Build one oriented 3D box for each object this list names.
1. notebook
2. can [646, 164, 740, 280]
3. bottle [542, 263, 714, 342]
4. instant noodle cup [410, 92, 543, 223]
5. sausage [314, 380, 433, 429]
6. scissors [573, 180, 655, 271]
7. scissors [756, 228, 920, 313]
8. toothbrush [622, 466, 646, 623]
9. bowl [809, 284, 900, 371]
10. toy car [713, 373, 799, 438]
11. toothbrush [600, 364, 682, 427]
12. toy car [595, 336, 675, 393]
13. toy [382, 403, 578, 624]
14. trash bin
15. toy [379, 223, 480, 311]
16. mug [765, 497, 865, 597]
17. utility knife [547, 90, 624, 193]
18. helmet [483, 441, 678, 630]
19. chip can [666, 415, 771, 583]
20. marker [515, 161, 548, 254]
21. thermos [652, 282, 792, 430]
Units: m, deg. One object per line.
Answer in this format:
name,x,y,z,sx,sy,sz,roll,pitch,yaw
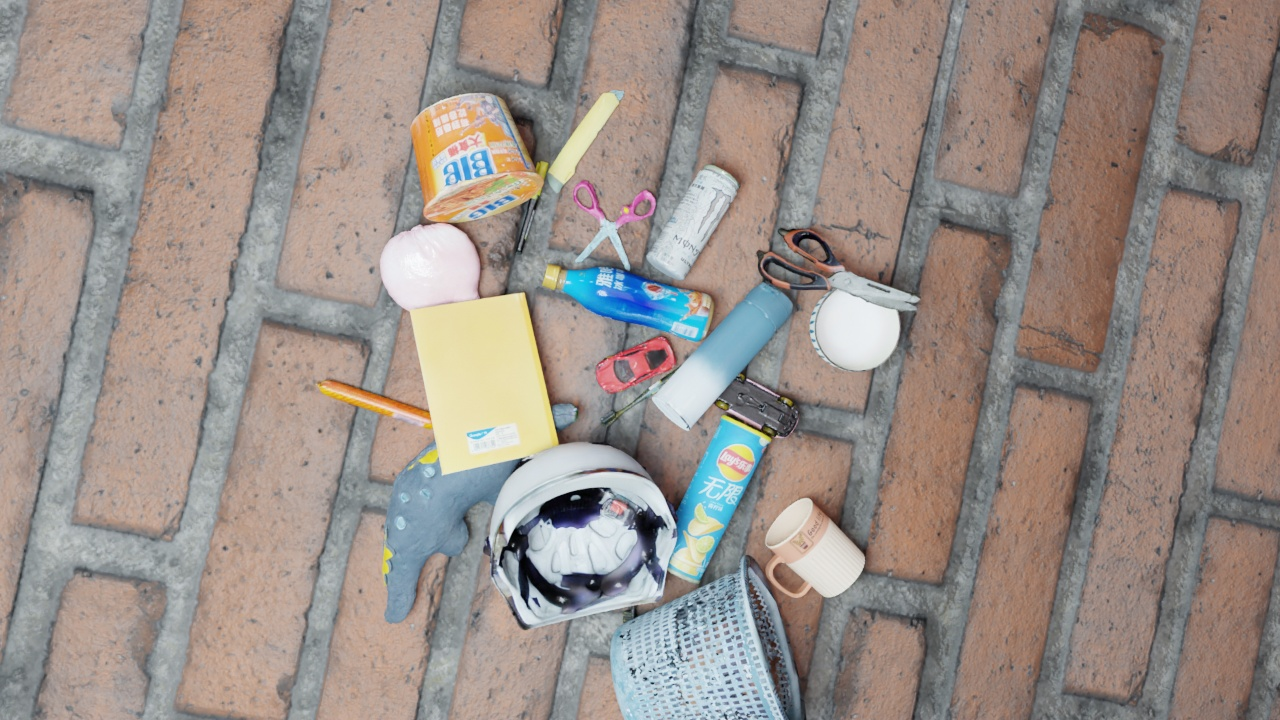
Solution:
notebook,-0.190,0.024,1.117,0.145,0.010,0.206,-11,79,-17
can,0.068,-0.178,1.189,0.058,0.058,0.146,33,87,-7
bottle,-0.017,-0.080,1.176,0.218,0.065,0.065,15,89,-7
instant noodle cup,-0.205,-0.246,1.112,0.151,0.151,0.111,-18,85,-7
sausage,-0.329,0.056,1.157,0.165,0.021,0.021,20,88,-8
scissors,-0.043,-0.181,1.197,0.135,0.017,0.133,44,89,-9
scissors,0.257,-0.117,1.177,0.207,0.015,0.193,-14,61,14
toothbrush,-0.009,0.245,1.203,0.027,0.026,0.212,3,92,15
bowl,0.277,-0.044,1.215,0.116,0.066,0.116,0,92,-7
toy car,0.151,0.058,1.216,0.122,0.037,0.056,29,81,5
toothbrush,0.025,0.030,1.207,0.185,0.017,0.012,-34,58,-6
toy car,-0.007,0.007,1.196,0.106,0.031,0.049,-22,93,-5
toy,-0.228,0.163,1.140,0.138,0.091,0.356,44,87,-17
trash bin,0.076,0.375,1.128,0.195,0.226,0.226,-19,93,12
toy,-0.253,-0.092,1.150,0.121,0.054,0.159,-22,105,-6
mug,0.220,0.258,1.203,0.106,0.082,0.114,44,79,-8
utility knife,-0.072,-0.289,1.189,0.031,0.018,0.162,35,88,-11
helmet,-0.078,0.191,1.113,0.229,0.145,0.259,-14,125,-8
chip can,0.093,0.180,1.192,0.071,0.071,0.210,27,88,-7
marker,-0.142,-0.196,1.180,0.015,0.018,0.124,16,90,-6
thermos,0.110,-0.008,1.183,0.070,0.070,0.220,45,78,-6
